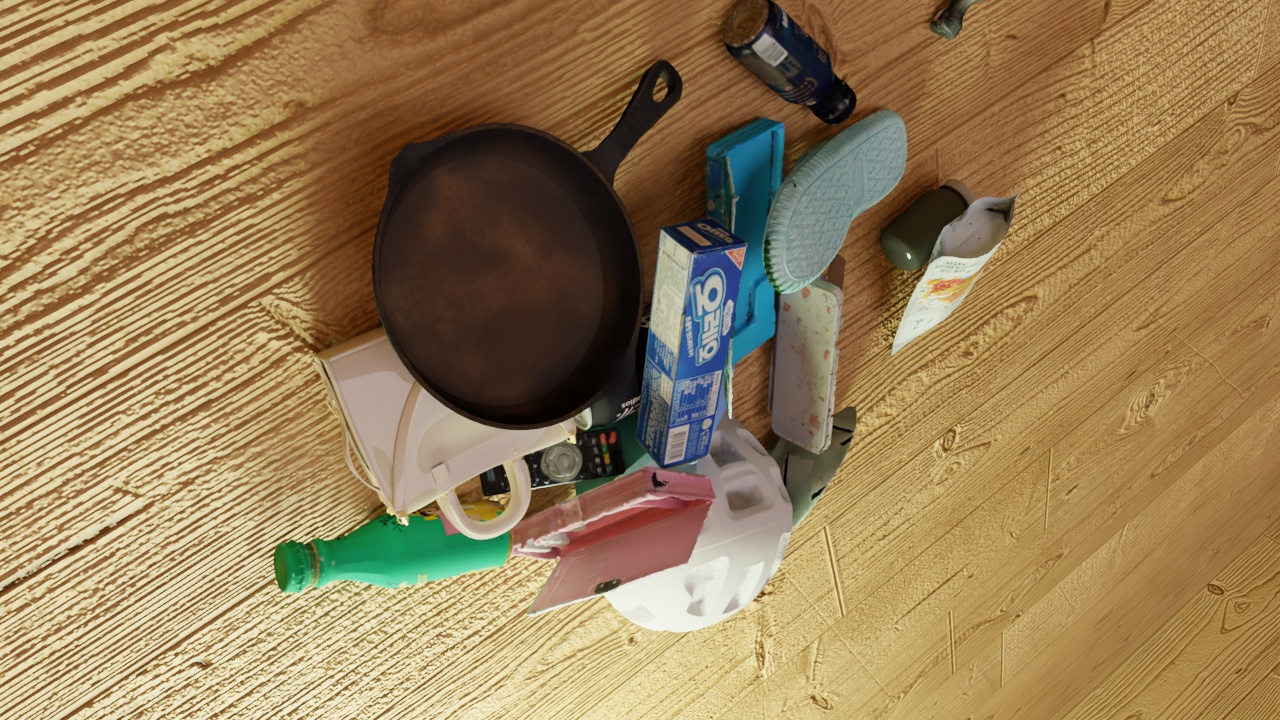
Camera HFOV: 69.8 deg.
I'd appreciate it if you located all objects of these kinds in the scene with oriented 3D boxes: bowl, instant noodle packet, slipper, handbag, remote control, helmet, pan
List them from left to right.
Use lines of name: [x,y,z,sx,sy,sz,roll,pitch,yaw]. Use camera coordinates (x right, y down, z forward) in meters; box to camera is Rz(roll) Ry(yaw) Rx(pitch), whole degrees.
handbag: [-0.145,0.053,0.761,0.194,0.101,0.198,-25,104,-23]
remote control: [-0.085,0.096,0.874,0.140,0.021,0.045,-10,90,9]
pan: [-0.068,-0.111,0.725,0.248,0.043,0.355,45,63,-26]
bowl: [-0.032,0.082,0.925,0.121,0.121,0.046,-39,95,-10]
helmet: [0.060,0.207,1.064,0.223,0.183,0.283,-4,141,-31]
bowl: [0.191,0.120,1.119,0.174,0.068,0.174,-61,178,-4]
slipper: [0.183,-0.169,0.912,0.275,0.070,0.116,-42,134,-35]
instant noodle packet: [0.365,-0.092,1.071,0.146,0.057,0.269,-38,159,-6]

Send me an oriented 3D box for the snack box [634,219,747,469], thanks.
snack box: [0.040,-0.010,0.808,0.059,0.059,0.227,-13,128,-27]

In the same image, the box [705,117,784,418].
box: [0.086,-0.089,0.883,0.173,0.064,0.244,-58,152,-48]

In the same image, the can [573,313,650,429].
can: [-0.005,0.005,0.887,0.145,0.080,0.080,-25,131,-22]

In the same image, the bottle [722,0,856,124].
bottle: [0.140,-0.266,0.832,0.160,0.056,0.056,23,103,-44]

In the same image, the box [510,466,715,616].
box: [-0.034,0.184,0.889,0.233,0.098,0.099,-28,149,38]

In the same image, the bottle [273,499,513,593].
bottle: [-0.223,0.174,0.842,0.209,0.068,0.068,-3,120,-37]

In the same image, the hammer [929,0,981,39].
hammer: [0.239,-0.431,0.817,0.332,0.033,0.133,23,105,-43]

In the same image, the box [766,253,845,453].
box: [0.194,-0.015,1.034,0.107,0.095,0.217,-42,141,-44]

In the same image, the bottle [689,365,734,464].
bottle: [0.067,0.046,0.974,0.130,0.048,0.048,-58,142,-30]

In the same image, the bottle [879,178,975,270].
bottle: [0.329,-0.156,1.049,0.108,0.060,0.060,-43,135,-6]
